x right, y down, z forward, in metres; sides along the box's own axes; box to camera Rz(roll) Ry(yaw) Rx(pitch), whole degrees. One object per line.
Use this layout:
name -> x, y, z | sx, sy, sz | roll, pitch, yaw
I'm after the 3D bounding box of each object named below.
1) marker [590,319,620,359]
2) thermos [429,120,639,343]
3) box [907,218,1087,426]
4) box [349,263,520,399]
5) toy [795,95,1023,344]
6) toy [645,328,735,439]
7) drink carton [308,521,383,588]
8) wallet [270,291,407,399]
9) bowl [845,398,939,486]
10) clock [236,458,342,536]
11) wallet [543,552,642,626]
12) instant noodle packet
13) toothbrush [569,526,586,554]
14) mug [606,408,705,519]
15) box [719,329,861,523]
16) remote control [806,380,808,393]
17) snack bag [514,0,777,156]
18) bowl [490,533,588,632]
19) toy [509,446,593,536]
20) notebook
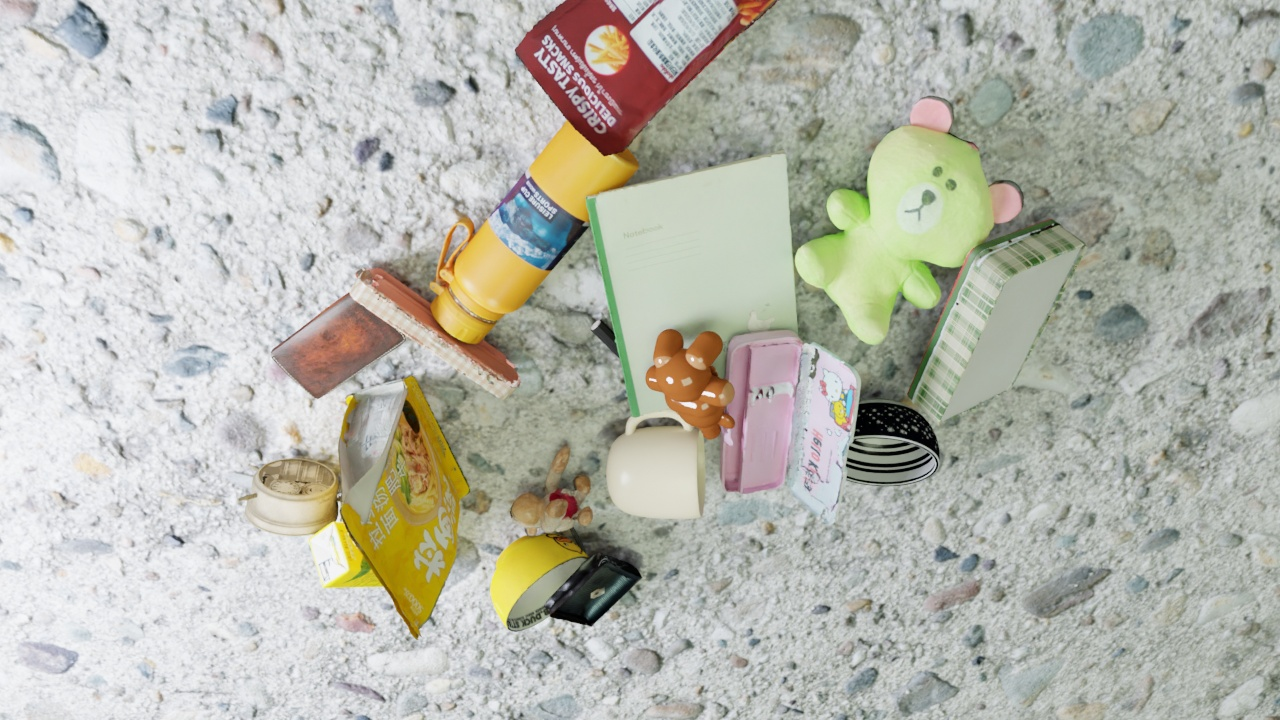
marker -> -0.006, 0.006, 0.949 | 0.124, 0.021, 0.018 | 45, 152, -21
thermos -> -0.109, -0.122, 0.849 | 0.091, 0.076, 0.233 | 48, 110, 14
box -> 0.338, -0.033, 0.882 | 0.117, 0.051, 0.206 | -23, 143, -23
box -> -0.196, -0.030, 0.889 | 0.187, 0.082, 0.042 | 38, 108, -19
toy -> 0.243, -0.123, 0.855 | 0.197, 0.107, 0.150 | -44, 89, 9
toy -> 0.056, 0.028, 0.890 | 0.095, 0.065, 0.128 | 13, 150, 33
drink carton -> -0.286, 0.210, 0.981 | 0.043, 0.058, 0.134 | -34, 156, 16
wallet -> -0.301, -0.018, 0.920 | 0.123, 0.019, 0.072 | -32, 115, 13
bowl -> 0.253, 0.078, 0.970 | 0.120, 0.066, 0.120 | 8, 150, 4
clock -> -0.344, 0.140, 0.966 | 0.140, 0.093, 0.055 | 8, 111, -17
wallet -> -0.054, 0.261, 1.044 | 0.089, 0.026, 0.115 | -44, 148, 2
instant noodle packet -> -0.236, 0.141, 0.896 | 0.084, 0.221, 0.163 | -17, 119, 2
toothbrush -> -0.066, 0.230, 1.070 | 0.013, 0.012, 0.167 | -15, 118, -4
mug -> 0.014, 0.106, 0.964 | 0.100, 0.096, 0.120 | -1, 104, 9
box -> 0.151, 0.064, 0.934 | 0.146, 0.077, 0.202 | 12, 128, 16
remote control -> 0.103, 0.027, 0.963 | 0.143, 0.024, 0.050 | 11, 113, -15
snack bag -> 0.006, -0.281, 0.758 | 0.208, 0.066, 0.139 | -39, 81, 7
bowl -> -0.121, 0.238, 1.030 | 0.117, 0.067, 0.117 | -34, 151, -22
toy -> -0.102, 0.152, 1.002 | 0.106, 0.085, 0.074 | -29, 140, 33
notebook -> 0.059, -0.063, 0.870 | 0.182, 0.010, 0.253 | -13, 126, -3
